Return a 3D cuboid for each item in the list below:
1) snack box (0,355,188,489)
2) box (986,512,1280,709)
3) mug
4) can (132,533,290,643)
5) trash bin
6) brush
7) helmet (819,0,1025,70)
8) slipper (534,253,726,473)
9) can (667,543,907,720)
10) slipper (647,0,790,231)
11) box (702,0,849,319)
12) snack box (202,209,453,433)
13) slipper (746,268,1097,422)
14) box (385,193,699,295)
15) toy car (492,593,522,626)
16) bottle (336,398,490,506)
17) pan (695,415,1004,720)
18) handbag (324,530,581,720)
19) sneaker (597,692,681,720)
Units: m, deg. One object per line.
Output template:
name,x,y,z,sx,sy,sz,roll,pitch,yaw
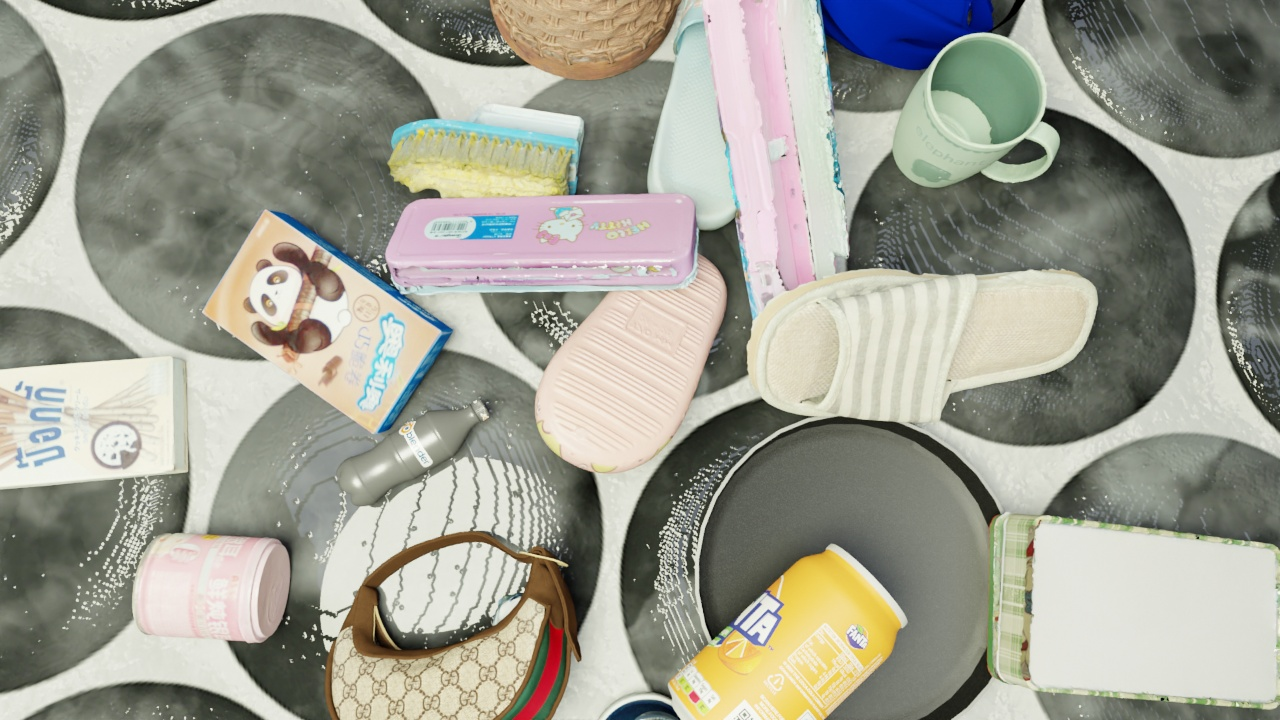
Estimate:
snack box,-0.393,0.044,0.632,0.150,0.026,0.082,-4,81,-4
box,0.335,0.170,0.622,0.205,0.050,0.117,7,82,-12
mug,0.243,-0.165,0.663,0.111,0.104,0.084,27,79,2
can,-0.277,0.148,0.600,0.076,0.067,0.067,4,80,-2
trash bin,-0.039,-0.307,0.619,0.151,0.210,0.151,0,80,-3
brush,-0.112,-0.153,0.670,0.136,0.055,0.075,8,57,-2
helmet,0.214,-0.299,0.617,0.228,0.241,0.147,-24,76,37
slipper,-0.004,0.004,0.639,0.093,0.082,0.196,32,56,1
can,0.091,0.188,0.573,0.142,0.079,0.079,-41,85,-8
slipper,0.070,-0.215,0.679,0.104,0.074,0.245,16,81,-1
box,0.105,-0.134,0.613,0.077,0.084,0.230,-3,107,28
snack box,-0.217,-0.027,0.640,0.151,0.034,0.087,34,97,2
slipper,0.202,-0.013,0.624,0.272,0.054,0.115,-5,124,-20
box,-0.066,-0.079,0.636,0.214,0.036,0.076,0,48,8
toy car,-0.085,0.204,0.621,0.039,0.027,0.089,7,80,0
bottle,-0.155,0.061,0.637,0.110,0.036,0.036,-31,83,-8
pan,0.167,0.212,0.629,0.225,0.034,0.356,-16,81,-6
handbag,-0.119,0.178,0.593,0.167,0.063,0.138,-14,60,15
sneaker,-0.018,0.360,0.550,0.121,0.127,0.294,15,82,1
